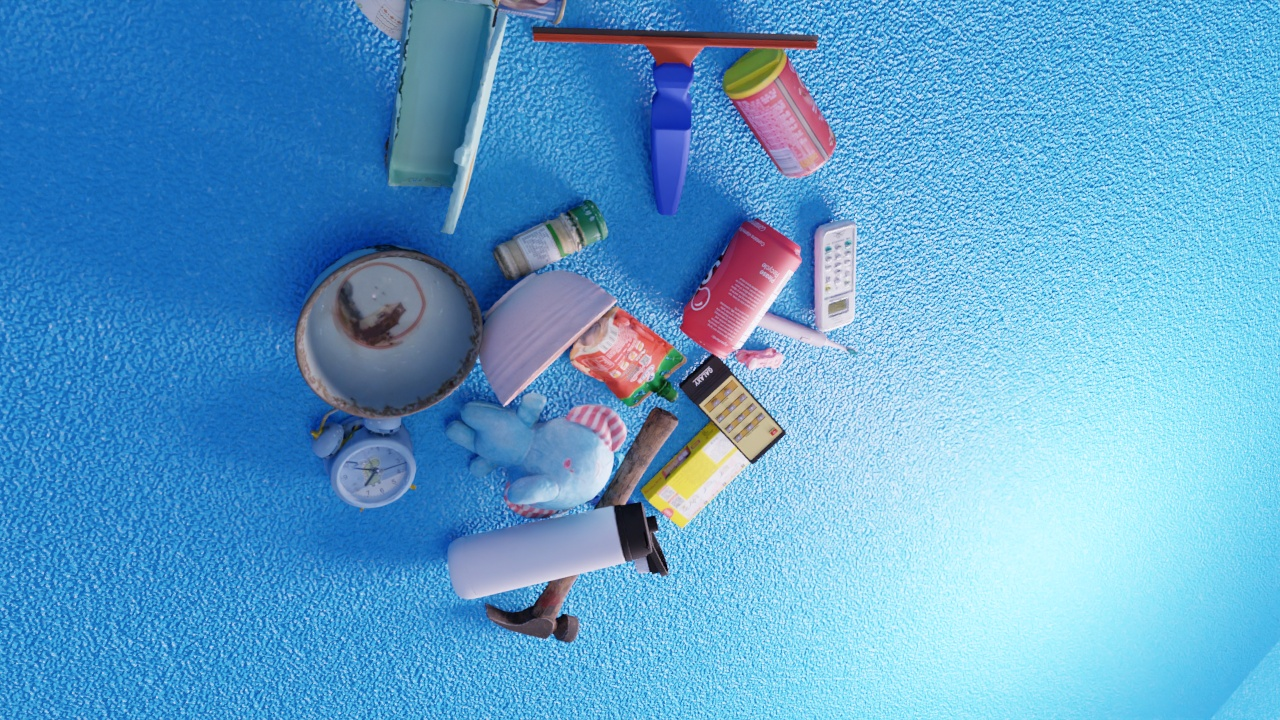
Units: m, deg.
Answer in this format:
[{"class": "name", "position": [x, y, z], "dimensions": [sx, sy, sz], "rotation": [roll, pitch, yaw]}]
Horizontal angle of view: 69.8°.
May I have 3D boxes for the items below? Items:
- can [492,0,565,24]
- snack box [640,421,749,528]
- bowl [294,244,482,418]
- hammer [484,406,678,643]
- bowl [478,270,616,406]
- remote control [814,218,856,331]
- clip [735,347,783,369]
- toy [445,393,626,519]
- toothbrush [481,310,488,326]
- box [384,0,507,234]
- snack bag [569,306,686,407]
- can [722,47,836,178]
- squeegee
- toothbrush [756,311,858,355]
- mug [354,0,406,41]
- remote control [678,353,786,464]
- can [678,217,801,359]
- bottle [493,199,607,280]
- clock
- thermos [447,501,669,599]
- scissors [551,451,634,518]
[{"class": "can", "position": [-0.091, -0.333, 0.754], "dimensions": [0.059, 0.054, 0.100], "rotation": [1, 116, -24]}, {"class": "snack box", "position": [0.078, 0.130, 1.114], "dimensions": [0.152, 0.025, 0.075], "rotation": [-45, 127, 3]}, {"class": "bowl", "position": [-0.231, -0.038, 0.826], "dimensions": [0.159, 0.094, 0.160], "rotation": [-11, 121, -20]}, {"class": "hammer", "position": [-0.059, 0.192, 1.065], "dimensions": [0.120, 0.033, 0.331], "rotation": [21, 109, -28]}, {"class": "bowl", "position": [-0.101, -0.034, 0.878], "dimensions": [0.153, 0.153, 0.076], "rotation": [-43, 93, 1]}, {"class": "remote control", "position": [0.222, -0.098, 1.056], "dimensions": [0.050, 0.022, 0.133], "rotation": [-17, 123, -17]}, {"class": "clip", "position": [0.136, -0.003, 1.073], "dimensions": [0.060, 0.043, 0.023], "rotation": [-20, 132, -49]}, {"class": "toy", "position": [-0.112, 0.102, 0.955], "dimensions": [0.180, 0.114, 0.184], "rotation": [25, 127, -27]}, {"class": "toothbrush", "position": [-0.199, -0.006, 0.911], "dimensions": [0.132, 0.016, 0.021], "rotation": [-39, 126, 2]}, {"class": "box", "position": [-0.153, -0.190, 0.737], "dimensions": [0.077, 0.091, 0.189], "rotation": [-4, 145, -26]}, {"class": "snack bag", "position": [-0.006, 0.006, 0.998], "dimensions": [0.087, 0.044, 0.155], "rotation": [-44, 131, 9]}, {"class": "can", "position": [0.139, -0.244, 0.906], "dimensions": [0.067, 0.066, 0.124], "rotation": [-43, 127, 2]}, {"class": "squeegee", "position": [0.029, -0.223, 0.867], "dimensions": [0.249, 0.055, 0.185], "rotation": [2, 128, 1]}, {"class": "toothbrush", "position": [0.189, -0.033, 1.079], "dimensions": [0.187, 0.019, 0.018], "rotation": [17, 111, -32]}, {"class": "mug", "position": [-0.185, -0.318, 0.707], "dimensions": [0.097, 0.081, 0.122], "rotation": [-37, 102, 21]}, {"class": "remote control", "position": [0.108, 0.057, 1.068], "dimensions": [0.058, 0.013, 0.133], "rotation": [-44, 107, 2]}, {"class": "can", "position": [0.106, -0.077, 0.979], "dimensions": [0.074, 0.074, 0.142], "rotation": [27, 103, -35]}, {"class": "bottle", "position": [-0.087, -0.115, 0.886], "dimensions": [0.110, 0.042, 0.043], "rotation": [-27, 125, -9]}, {"class": "clock", "position": [-0.271, 0.090, 0.906], "dimensions": [0.088, 0.051, 0.125], "rotation": [-21, 124, -12]}, {"class": "thermos", "position": [-0.089, 0.221, 1.020], "dimensions": [0.230, 0.068, 0.101], "rotation": [-12, 119, 0]}, {"class": "scissors", "position": [-0.060, 0.164, 1.073], "dimensions": [0.130, 0.014, 0.117], "rotation": [-37, 128, -3]}]
